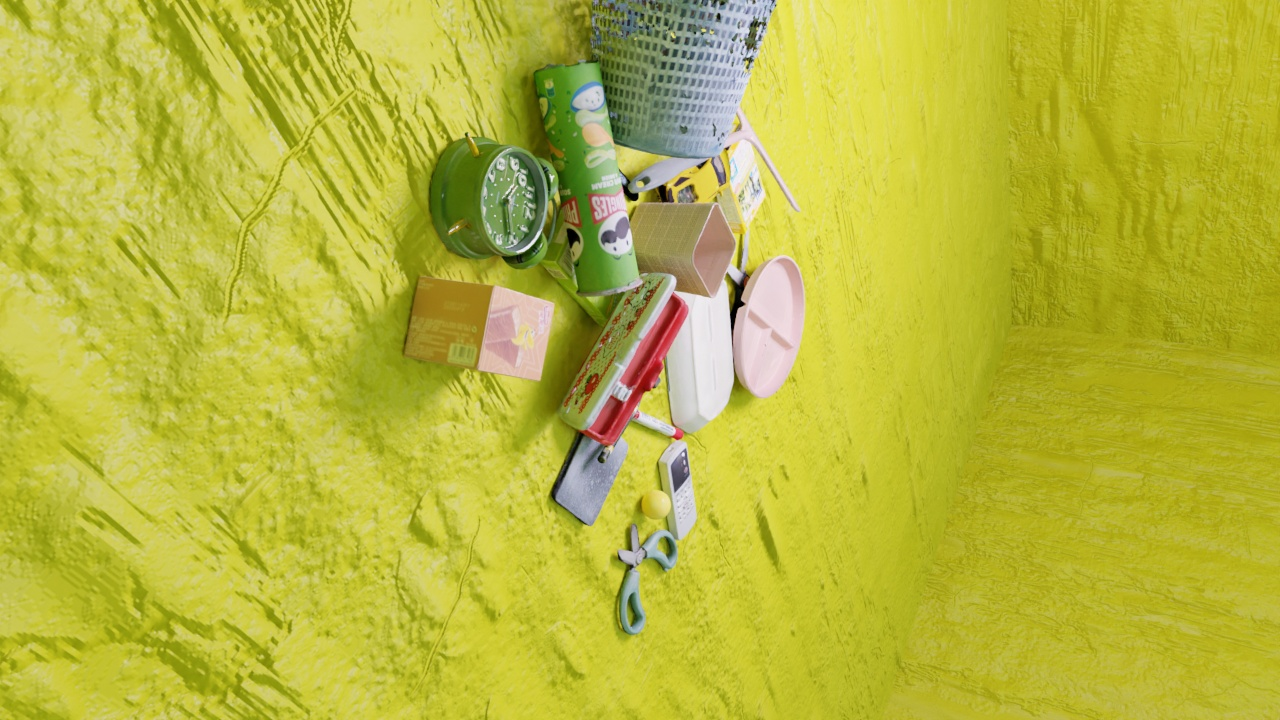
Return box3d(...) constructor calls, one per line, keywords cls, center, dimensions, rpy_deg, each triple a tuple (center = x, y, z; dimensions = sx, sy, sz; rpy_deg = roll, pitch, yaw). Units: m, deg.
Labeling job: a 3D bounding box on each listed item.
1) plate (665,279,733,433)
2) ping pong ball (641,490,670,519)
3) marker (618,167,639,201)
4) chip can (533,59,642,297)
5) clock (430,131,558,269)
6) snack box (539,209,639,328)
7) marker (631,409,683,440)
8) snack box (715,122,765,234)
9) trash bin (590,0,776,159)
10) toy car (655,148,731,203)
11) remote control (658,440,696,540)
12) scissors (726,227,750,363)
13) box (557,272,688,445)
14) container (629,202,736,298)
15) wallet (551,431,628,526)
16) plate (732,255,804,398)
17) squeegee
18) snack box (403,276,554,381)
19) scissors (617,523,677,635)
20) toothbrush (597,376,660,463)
box3d(cls="plate", center=(0.090, -0.020, 1.313), dimensions=(0.161, 0.034, 0.266), rpy_deg=(-38, 129, -49))
box3d(cls="ping pong ball", center=(0.021, 0.198, 1.255), dimensions=(0.040, 0.040, 0.040), rpy_deg=(-24, 118, -55))
box3d(cls="marker", center=(-0.030, -0.219, 1.075), dimensions=(0.124, 0.015, 0.018), rpy_deg=(37, 70, -58))
box3d(cls="chip can", center=(-0.055, -0.187, 0.951), dimensions=(0.072, 0.072, 0.236), rpy_deg=(-30, 113, -53))
box3d(cls="clock", center=(-0.131, -0.150, 0.885), dimensions=(0.161, 0.056, 0.116), rpy_deg=(12, 89, -60))
box3d(cls="snack box", center=(-0.055, -0.108, 1.053), dimensions=(0.156, 0.026, 0.085), rpy_deg=(47, 59, -53))
box3d(cls="marker", center=(0.021, 0.087, 1.247), dimensions=(0.145, 0.017, 0.017), rpy_deg=(29, 73, -58))
box3d(cls="snack box", center=(0.139, -0.262, 1.328), dimensions=(0.086, 0.034, 0.140), rpy_deg=(-62, 143, -28))
box3d(cls="trash bin", center=(0.035, -0.327, 0.982), dimensions=(0.225, 0.227, 0.195), rpy_deg=(-24, 130, -55))
box3d(cls="toy car", center=(0.075, -0.235, 1.197), dimensions=(0.155, 0.041, 0.071), rpy_deg=(-44, 124, -35))
box3d(cls="remote control", center=(0.056, 0.189, 1.330), dimensions=(0.058, 0.021, 0.150), rpy_deg=(-44, 135, -45))
box3d(cls="scissors", center=(0.167, -0.107, 1.429), dimensions=(0.220, 0.022, 0.234), rpy_deg=(-3, 102, -59))
box3d(cls="box", center=(-0.007, 0.002, 1.051), dimensions=(0.102, 0.100, 0.201), rpy_deg=(34, 83, -30))
box3d(cls="container", center=(0.043, -0.138, 1.124), dimensions=(0.090, 0.111, 0.090), rpy_deg=(53, 53, -50))
box3d(cls="wallet", center=(-0.062, 0.133, 1.123), dimensions=(0.097, 0.019, 0.120), rpy_deg=(50, 58, -50))
box3d(cls="plate", center=(0.204, -0.054, 1.459), dimensions=(0.228, 0.028, 0.230), rpy_deg=(-25, 121, -52))
box3d(cls="squeegee", center=(0.079, -0.260, 1.152), dimensions=(0.248, 0.040, 0.247), rpy_deg=(-32, 93, -36))
box3d(cls="snack box", center=(-0.149, -0.029, 0.853), dimensions=(0.094, 0.093, 0.077), rpy_deg=(13, 87, -59))
box3d(cls="scissors", center=(0.011, 0.289, 1.288), dimensions=(0.180, 0.019, 0.170), rpy_deg=(-30, 122, -51))
box3d(cls="toothbrush", center=(-0.012, 0.071, 1.163), dimensions=(0.017, 0.012, 0.185), rpy_deg=(62, 36, -23))
